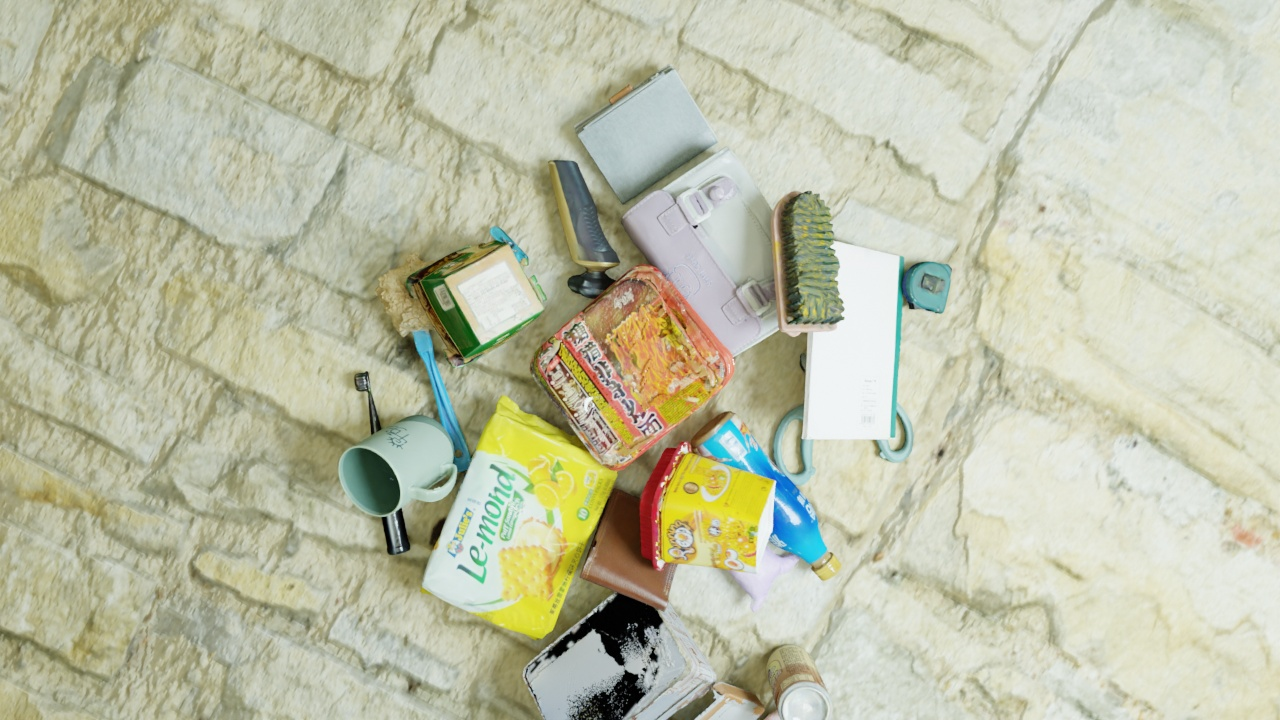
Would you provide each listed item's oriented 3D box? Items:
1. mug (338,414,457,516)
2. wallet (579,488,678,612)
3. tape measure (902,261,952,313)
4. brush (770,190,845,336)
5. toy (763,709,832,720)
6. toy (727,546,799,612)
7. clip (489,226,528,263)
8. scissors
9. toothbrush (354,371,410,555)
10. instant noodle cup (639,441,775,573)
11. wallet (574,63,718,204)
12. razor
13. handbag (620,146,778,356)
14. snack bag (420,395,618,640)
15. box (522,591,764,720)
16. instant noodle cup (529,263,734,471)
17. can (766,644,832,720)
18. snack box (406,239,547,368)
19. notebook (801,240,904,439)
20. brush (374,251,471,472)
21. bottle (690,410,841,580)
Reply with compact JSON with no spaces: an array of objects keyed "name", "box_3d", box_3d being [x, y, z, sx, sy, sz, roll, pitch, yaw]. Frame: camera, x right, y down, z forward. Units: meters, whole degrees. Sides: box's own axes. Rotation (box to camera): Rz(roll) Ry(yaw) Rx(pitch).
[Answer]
[{"name":"mug","box_3d":[-0.250,0.116,0.999,0.112,0.106,0.082,21,115,19]},{"name":"wallet","box_3d":[-0.003,0.209,1.015,0.101,0.124,0.032,24,130,-1]},{"name":"tape measure","box_3d":[0.322,-0.083,1.028,0.054,0.025,0.058,9,93,-18]},{"name":"brush","box_3d":[0.161,-0.100,0.926,0.063,0.073,0.145,-2,80,-19]},{"name":"toy","box_3d":[0.174,0.476,1.062,0.121,0.054,0.159,29,102,-1]},{"name":"toy","box_3d":[0.121,0.221,1.050,0.108,0.039,0.083,44,79,3]},{"name":"clip","box_3d":[-0.148,-0.130,1.037,0.057,0.045,0.014,45,95,0]},{"name":"scissors","box_3d":[0.238,0.073,1.049,0.181,0.019,0.170,17,93,0]},{"name":"toothbrush","box_3d":[-0.298,0.117,1.053,0.027,0.026,0.212,-12,94,-20]},{"name":"instant noodle cup","box_3d":[0.074,0.163,0.973,0.124,0.115,0.116,10,126,18]},{"name":"wallet","box_3d":[0.005,-0.253,1.020,0.130,0.037,0.106,-33,104,4]},{"name":"razor","box_3d":[-0.069,-0.147,1.025,0.068,0.062,0.167,-18,88,33]},{"name":"handbag","box_3d":[0.089,-0.112,1.003,0.145,0.098,0.197,-33,92,8]},{"name":"snack bag","box_3d":[-0.133,0.182,1.035,0.158,0.068,0.246,23,94,-2]},{"name":"box","box_3d":[0.004,0.375,1.044,0.181,0.197,0.157,-42,51,3]},{"name":"instant noodle cup","box_3d":[-0.006,0.006,1.001,0.189,0.079,0.164,-39,81,13]},{"name":"can","box_3d":[0.174,0.363,1.020,0.058,0.116,0.058,0,94,1]},{"name":"snack box","box_3d":[-0.169,-0.066,0.979,0.117,0.106,0.118,-32,100,-18]},{"name":"notebook","box_3d":[0.234,-0.019,0.993,0.150,0.012,0.209,4,89,-38]},{"name":"brush","box_3d":[-0.236,0.004,1.042,0.083,0.046,0.255,-14,97,-3]},{"name":"bottle","box_3d":[0.147,0.156,1.033,0.065,0.065,0.218,-40,93,3]}]
